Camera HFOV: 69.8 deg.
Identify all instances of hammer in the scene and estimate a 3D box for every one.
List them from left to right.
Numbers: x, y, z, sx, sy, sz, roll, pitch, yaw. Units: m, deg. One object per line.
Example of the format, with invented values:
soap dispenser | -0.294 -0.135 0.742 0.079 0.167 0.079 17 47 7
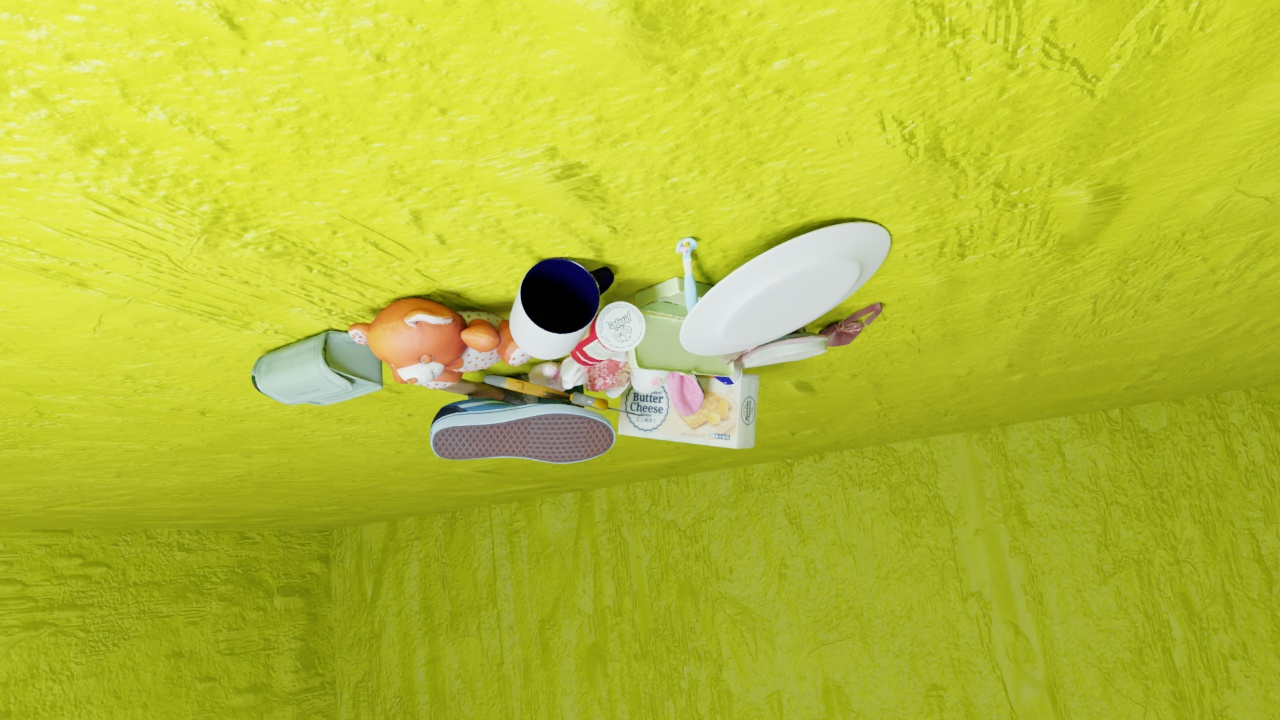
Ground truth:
hammer | -0.235 0.038 1.250 0.098 0.052 0.328 -11 170 12

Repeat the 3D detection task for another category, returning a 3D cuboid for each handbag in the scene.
handbag | -0.374 0.012 1.077 0.122 0.067 0.106 -14 164 29
handbag | 0.294 -0.052 1.255 0.055 0.029 0.120 -4 162 -22

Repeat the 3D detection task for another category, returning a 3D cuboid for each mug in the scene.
mug | -0.075 -0.059 0.932 0.111 0.078 0.097 -33 175 -19

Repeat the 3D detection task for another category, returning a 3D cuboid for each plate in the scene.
plate | 0.155 -0.064 0.966 0.242 0.016 0.243 -21 159 -9

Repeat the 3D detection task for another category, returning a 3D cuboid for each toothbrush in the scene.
toothbrush | 0.051 -0.082 0.948 0.022 0.016 0.155 -18 156 -2

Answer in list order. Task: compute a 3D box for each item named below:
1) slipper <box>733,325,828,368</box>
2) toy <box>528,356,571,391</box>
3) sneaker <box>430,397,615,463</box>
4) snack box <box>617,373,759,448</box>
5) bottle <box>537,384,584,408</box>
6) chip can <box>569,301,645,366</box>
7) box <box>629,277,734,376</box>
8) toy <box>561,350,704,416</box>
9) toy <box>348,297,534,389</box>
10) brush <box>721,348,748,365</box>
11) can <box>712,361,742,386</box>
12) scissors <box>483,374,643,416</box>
slipper | 0.170 -0.021 1.240 0.114 0.054 0.275 -8 178 -15
toy | -0.123 0.022 1.299 0.063 0.047 0.110 -11 166 -24
sneaker | -0.157 0.079 1.227 0.241 0.083 0.098 0 -150 -8
snack box | 0.067 0.065 1.340 0.208 0.104 0.057 4 180 35
bottle | -0.155 0.064 1.429 0.132 0.061 0.061 -16 162 35
chip can | -0.043 -0.026 1.046 0.051 0.052 0.215 -4 176 -13
box | 0.065 -0.043 1.088 0.187 0.066 0.128 5 118 -47
toy | -0.007 0.007 1.208 0.194 0.084 0.159 -1 128 -5
toy | -0.214 -0.015 0.987 0.164 0.092 0.172 -13 165 31
brush | 0.158 -0.043 1.098 0.151 0.012 0.039 -38 166 4
can | 0.096 0.002 1.185 0.032 0.032 0.095 -15 150 30
scissors | -0.100 0.048 1.215 0.230 0.016 0.225 13 176 -1
